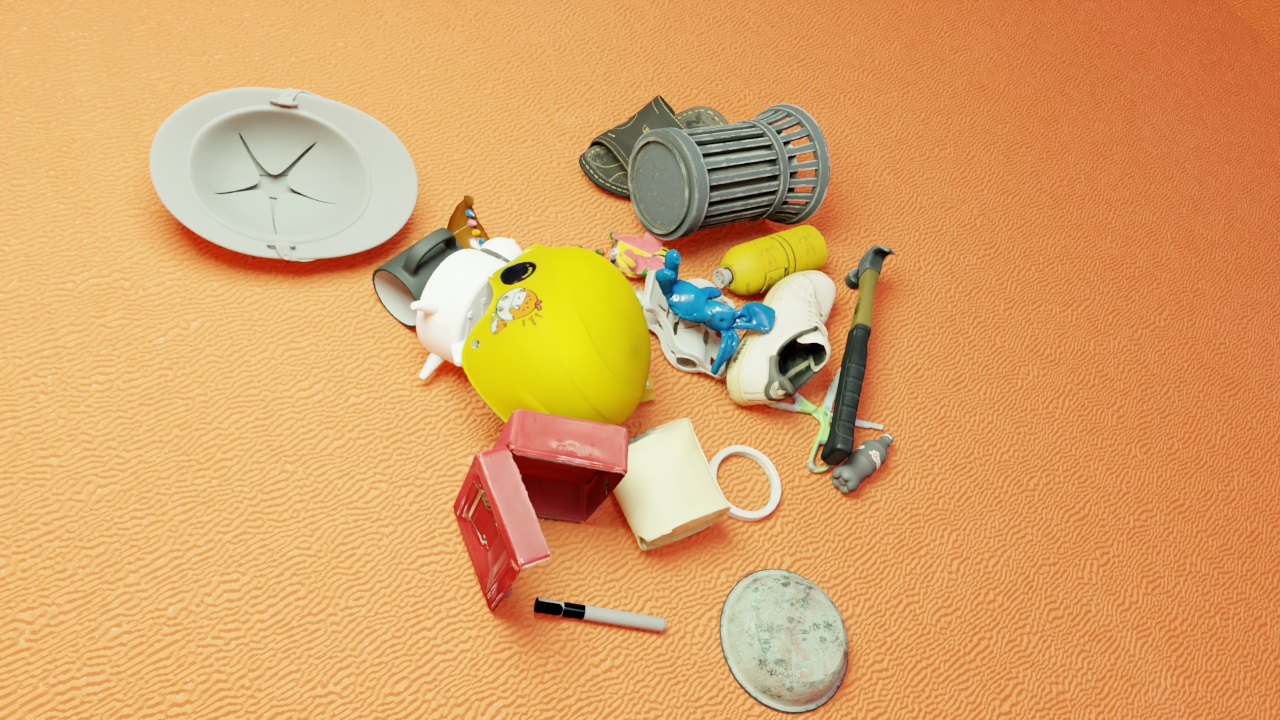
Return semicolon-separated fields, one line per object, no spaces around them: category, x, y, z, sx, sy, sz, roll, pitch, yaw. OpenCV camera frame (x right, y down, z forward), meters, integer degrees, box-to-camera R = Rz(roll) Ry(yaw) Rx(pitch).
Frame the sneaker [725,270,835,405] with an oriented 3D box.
sneaker;0.203;-0.035;1.163;0.240;0.102;0.089;-51;123;-32

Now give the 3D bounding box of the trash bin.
trash bin;0.110;-0.245;1.213;0.226;0.165;0.164;-16;68;-34

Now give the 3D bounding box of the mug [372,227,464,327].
mug;-0.240;-0.102;1.032;0.078;0.114;0.087;42;55;7

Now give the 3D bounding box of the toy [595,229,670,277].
toy;0.000;-0.137;1.194;0.103;0.046;0.084;-9;43;-28

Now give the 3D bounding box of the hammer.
hammer;0.281;-0.017;1.193;0.025;0.118;0.332;22;57;-6

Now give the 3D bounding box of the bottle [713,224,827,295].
bottle;0.170;-0.131;1.240;0.163;0.071;0.071;-20;70;-30

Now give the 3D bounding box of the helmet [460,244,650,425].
helmet;-0.060;-0.024;0.986;0.209;0.140;0.239;51;47;-41

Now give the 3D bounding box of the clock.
clock;-0.180;-0.055;1.014;0.073;0.126;0.160;25;47;18

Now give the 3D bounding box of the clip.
clip;0.053;-0.052;1.159;0.142;0.073;0.124;23;52;-17

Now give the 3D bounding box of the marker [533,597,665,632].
marker;-0.041;0.265;0.954;0.140;0.016;0.016;13;57;-14

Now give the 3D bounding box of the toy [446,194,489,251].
toy;-0.190;-0.143;1.086;0.090;0.103;0.070;43;53;15

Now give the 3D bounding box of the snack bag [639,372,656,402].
snack bag;-0.007;0.006;1.119;0.026;0.020;0.099;-12;65;-19

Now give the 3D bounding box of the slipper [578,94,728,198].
slipper;0.030;-0.308;1.285;0.267;0.076;0.113;-31;75;-33

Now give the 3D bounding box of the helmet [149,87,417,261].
helmet;-0.399;-0.201;1.034;0.270;0.118;0.183;1;91;-28

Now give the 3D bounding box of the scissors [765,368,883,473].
scissors;0.234;0.068;1.182;0.174;0.022;0.171;25;52;0

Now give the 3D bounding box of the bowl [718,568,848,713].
bowl;0.165;0.299;1.002;0.157;0.039;0.157;10;58;-16

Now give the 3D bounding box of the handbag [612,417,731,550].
handbag;0.025;0.137;1.021;0.111;0.081;0.119;-18;70;-22

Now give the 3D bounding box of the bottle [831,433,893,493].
bottle;0.282;0.126;1.153;0.109;0.036;0.036;-34;77;-34

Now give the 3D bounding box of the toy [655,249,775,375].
toy;0.077;-0.059;1.099;0.176;0.071;0.112;36;61;-25

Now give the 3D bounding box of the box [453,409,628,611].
box;-0.094;0.135;0.925;0.168;0.157;0.154;-19;72;-29

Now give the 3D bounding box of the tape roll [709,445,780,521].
tape roll;0.123;0.146;1.092;0.093;0.013;0.092;10;58;-16
